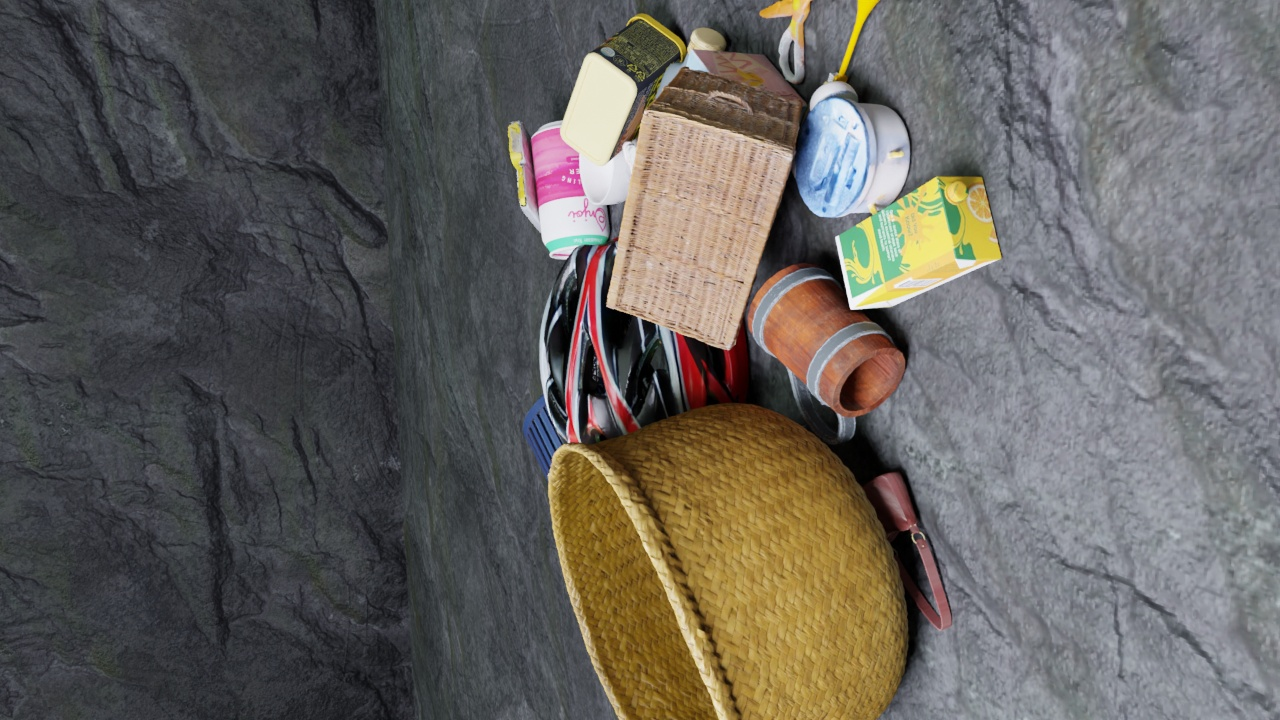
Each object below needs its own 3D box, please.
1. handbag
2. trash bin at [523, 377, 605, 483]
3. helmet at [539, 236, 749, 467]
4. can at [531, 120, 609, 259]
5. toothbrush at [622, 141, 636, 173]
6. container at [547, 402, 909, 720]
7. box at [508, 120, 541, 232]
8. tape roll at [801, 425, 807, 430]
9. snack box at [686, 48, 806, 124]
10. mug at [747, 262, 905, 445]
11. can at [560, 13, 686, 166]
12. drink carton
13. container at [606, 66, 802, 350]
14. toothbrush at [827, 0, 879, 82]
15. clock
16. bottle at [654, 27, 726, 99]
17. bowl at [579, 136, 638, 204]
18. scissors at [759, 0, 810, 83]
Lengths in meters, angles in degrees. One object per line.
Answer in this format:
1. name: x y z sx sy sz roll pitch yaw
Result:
1. handbag: 0.204 0.148 0.702 0.119 0.029 0.055 68 153 23
2. trash bin: -0.036 0.142 1.054 0.249 0.139 0.140 59 145 35
3. helmet: -0.006 0.005 0.926 0.218 0.166 0.272 -4 89 33
4. can: -0.090 -0.221 1.192 0.088 0.088 0.166 165 99 -65
5. toothbrush: 0.003 -0.158 1.032 0.018 0.015 0.181 -122 18 -57
6. container: 0.067 0.184 0.757 0.307 0.196 0.308 47 147 43
7. box: -0.138 -0.228 1.252 0.209 0.023 0.127 57 -159 -75
8. tape roll: 0.133 0.110 0.854 0.093 0.016 0.091 150 113 -63
9. snack box: 0.084 -0.214 0.825 0.094 0.079 0.093 -115 31 -41
10. mug: 0.145 -0.001 0.737 0.111 0.081 0.118 53 145 43
11. can: -0.021 -0.288 0.988 0.072 0.100 0.131 38 143 5
12. drink carton: 0.196 -0.082 0.653 0.123 0.041 0.058 149 113 -64
13. container: 0.055 -0.126 0.751 0.112 0.114 0.199 -64 -10 -48
14. toothbrush: 0.173 -0.280 0.682 0.031 0.031 0.197 57 148 37
15. clock: 0.155 -0.164 0.712 0.125 0.052 0.089 -121 34 -44
16. bottle: 0.044 -0.262 0.942 0.162 0.046 0.072 115 142 -48
17. bowl: -0.031 -0.240 1.102 0.105 0.054 0.105 172 90 -65
18. scissors: 0.136 -0.299 0.776 0.125 0.011 0.128 24 116 62
